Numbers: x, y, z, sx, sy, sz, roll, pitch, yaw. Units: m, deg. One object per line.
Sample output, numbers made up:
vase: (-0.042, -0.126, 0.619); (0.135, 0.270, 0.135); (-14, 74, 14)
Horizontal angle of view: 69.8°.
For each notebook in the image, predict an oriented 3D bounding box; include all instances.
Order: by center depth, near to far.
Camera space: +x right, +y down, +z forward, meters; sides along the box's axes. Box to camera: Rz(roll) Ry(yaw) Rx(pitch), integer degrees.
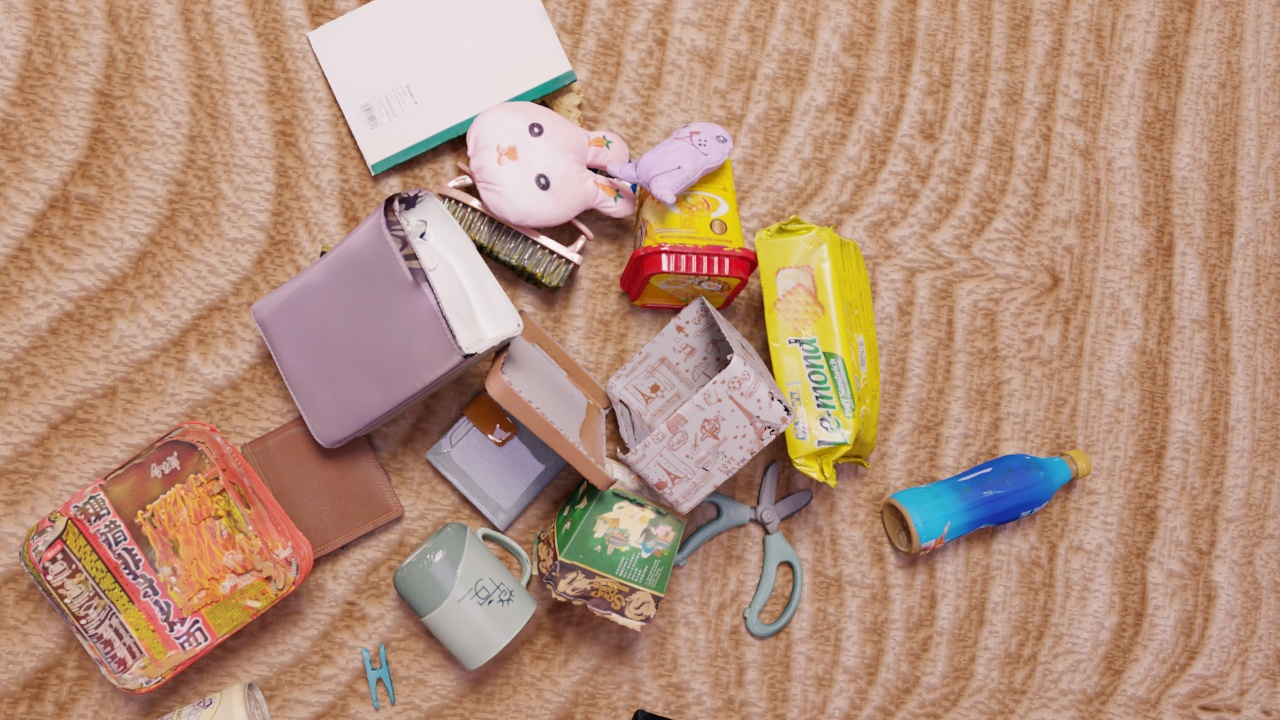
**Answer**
notebook: (-0.182, -0.279, 0.842); (0.209, 0.012, 0.150); (-25, 88, 0)

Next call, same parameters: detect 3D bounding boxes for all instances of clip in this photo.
clip: (-0.233, 0.281, 0.816); (0.045, 0.014, 0.057); (-14, 88, -14)

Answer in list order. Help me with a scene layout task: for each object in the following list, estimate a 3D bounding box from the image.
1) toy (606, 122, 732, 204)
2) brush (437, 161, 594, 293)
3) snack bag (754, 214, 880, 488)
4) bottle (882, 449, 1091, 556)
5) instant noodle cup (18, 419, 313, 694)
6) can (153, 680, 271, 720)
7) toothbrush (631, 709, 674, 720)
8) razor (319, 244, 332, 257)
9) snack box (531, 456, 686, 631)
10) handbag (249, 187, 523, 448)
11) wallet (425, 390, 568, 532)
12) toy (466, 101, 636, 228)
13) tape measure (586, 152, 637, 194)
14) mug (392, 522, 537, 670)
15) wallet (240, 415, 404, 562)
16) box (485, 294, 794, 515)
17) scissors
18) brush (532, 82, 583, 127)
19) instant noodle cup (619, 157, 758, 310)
toy: (0.033, -0.177, 0.808); (0.107, 0.039, 0.084); (-40, 53, -24)
brush: (-0.119, -0.123, 0.846); (0.145, 0.063, 0.073); (29, 85, -6)
snack bag: (0.174, -0.013, 0.849); (0.068, 0.157, 0.246); (-9, 87, 27)
bottle: (0.353, 0.134, 0.921); (0.218, 0.065, 0.065); (-16, 89, -12)
instant noodle cup: (-0.379, 0.155, 0.755); (0.188, 0.079, 0.164); (-35, 93, -3)
can: (-0.373, 0.316, 0.762); (0.116, 0.058, 0.058); (-22, 90, -13)
toothbrush: (0.093, 0.372, 0.870); (0.212, 0.026, 0.027); (20, 127, -10)
razor: (-0.213, -0.062, 0.832); (0.167, 0.062, 0.067); (22, 51, -4)
snack box: (-0.019, 0.152, 0.805); (0.118, 0.117, 0.106); (24, 100, -11)
handbag: (-0.211, -0.033, 0.753); (0.197, 0.098, 0.145); (-29, 96, 32)
wallet: (-0.118, 0.074, 0.844); (0.106, 0.037, 0.129); (46, 78, -6)
toy: (-0.076, -0.174, 0.824); (0.159, 0.054, 0.121); (-3, 75, -28)
tape measure: (-0.031, -0.171, 0.886); (0.058, 0.025, 0.054); (-20, 92, -8)
mug: (-0.148, 0.195, 0.812); (0.106, 0.082, 0.111); (49, 48, -4)
wallet: (-0.279, 0.106, 0.813); (0.101, 0.032, 0.124); (-27, 92, -15)
box: (0.001, 0.004, 0.778); (0.158, 0.180, 0.197); (-43, 106, 12)
scissors: (0.106, 0.191, 0.891); (0.170, 0.019, 0.181); (-21, 89, -14)
brush: (-0.102, -0.324, 0.867); (0.083, 0.046, 0.254); (-6, 93, -9)
instant noodle cup: (0.043, -0.121, 0.859); (0.116, 0.116, 0.123); (3, 73, -11)
